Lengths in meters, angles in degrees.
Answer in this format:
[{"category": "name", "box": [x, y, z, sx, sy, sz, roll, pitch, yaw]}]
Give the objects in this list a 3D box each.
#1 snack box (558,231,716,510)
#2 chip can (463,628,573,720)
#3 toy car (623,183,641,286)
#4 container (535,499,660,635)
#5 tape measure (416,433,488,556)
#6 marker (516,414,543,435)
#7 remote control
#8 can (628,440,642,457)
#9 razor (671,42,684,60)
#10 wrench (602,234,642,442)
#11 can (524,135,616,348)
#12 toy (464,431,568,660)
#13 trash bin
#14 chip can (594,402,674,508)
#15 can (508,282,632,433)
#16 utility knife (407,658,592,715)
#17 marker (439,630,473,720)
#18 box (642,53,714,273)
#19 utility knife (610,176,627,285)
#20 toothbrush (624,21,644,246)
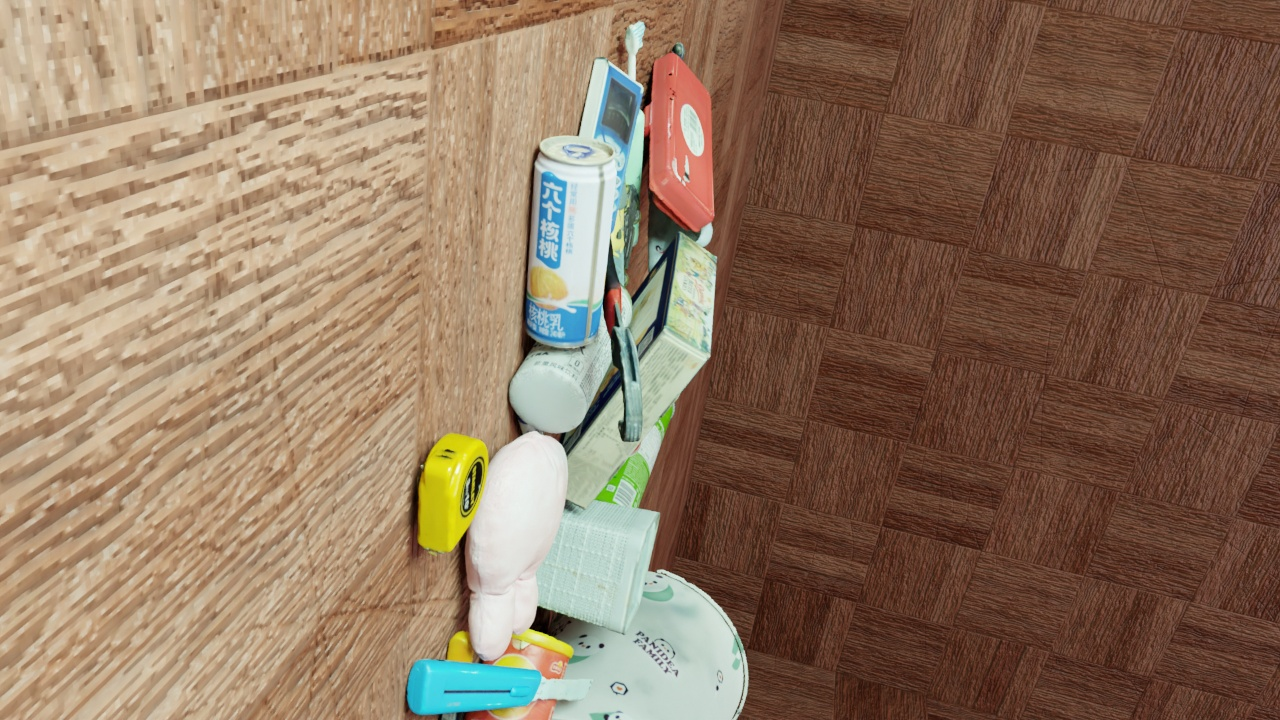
[{"category": "snack box", "box": [-0.005, 0.004, 0.769, 0.178, 0.046, 0.182, -53, -168, 29]}, {"category": "chip can", "box": [-0.116, 0.321, 0.717, 0.073, 0.073, 0.216, 85, 19, -66]}, {"category": "toy car", "box": [-0.024, -0.106, 0.811, 0.048, 0.032, 0.105, 21, 81, -75]}, {"category": "container", "box": [-0.050, 0.166, 0.783, 0.090, 0.111, 0.090, -23, 126, -80]}, {"category": "tape measure", "box": [-0.108, 0.070, 0.518, 0.057, 0.029, 0.060, -60, 161, -62]}, {"category": "marker", "box": [-0.084, 0.072, 0.743, 0.146, 0.017, 0.016, 89, 16, -60]}, {"category": "remote control", "box": [-0.029, -0.159, 0.689, 0.049, 0.024, 0.125, 18, 84, -56]}, {"category": "can", "box": [-0.023, 0.047, 0.947, 0.066, 0.066, 0.094, -64, 165, -58]}, {"category": "razor", "box": [0.036, -0.279, 1.006, 0.042, 0.022, 0.143, -107, -166, -45]}, {"category": "wrench", "box": [-0.021, -0.045, 0.669, 0.273, 0.016, 0.056, -102, -166, -51]}, {"category": "can", "box": [-0.048, -0.078, 0.617, 0.053, 0.053, 0.135, -65, 165, -57]}, {"category": "toy", "box": [-0.090, 0.128, 0.649, 0.121, 0.054, 0.159, -16, 116, -73]}, {"category": "trash bin", "box": [-0.030, 0.360, 0.896, 0.251, 0.230, 0.230, -38, 141, -68]}, {"category": "chip can", "box": [-0.017, 0.118, 1.087, 0.235, 0.072, 0.072, -67, 167, -54]}, {"category": "can", "box": [-0.050, -0.009, 0.701, 0.146, 0.058, 0.058, -66, 167, -54]}, {"category": "utility knife", "box": [-0.091, 0.237, 0.665, 0.234, 0.018, 0.034, 36, 65, -59]}, {"category": "marker", "box": [-0.135, 0.248, 0.660, 0.015, 0.018, 0.124, -44, 147, -67]}, {"category": "box", "box": [0.021, -0.187, 0.888, 0.110, 0.100, 0.201, 38, 39, -37]}, {"category": "utility knife", "box": [-0.021, -0.136, 0.761, 0.030, 0.021, 0.202, -27, 125, -58]}, {"category": "toothbrush", "box": [-0.011, -0.189, 0.805, 0.027, 0.026, 0.225, -45, 154, -33]}]
